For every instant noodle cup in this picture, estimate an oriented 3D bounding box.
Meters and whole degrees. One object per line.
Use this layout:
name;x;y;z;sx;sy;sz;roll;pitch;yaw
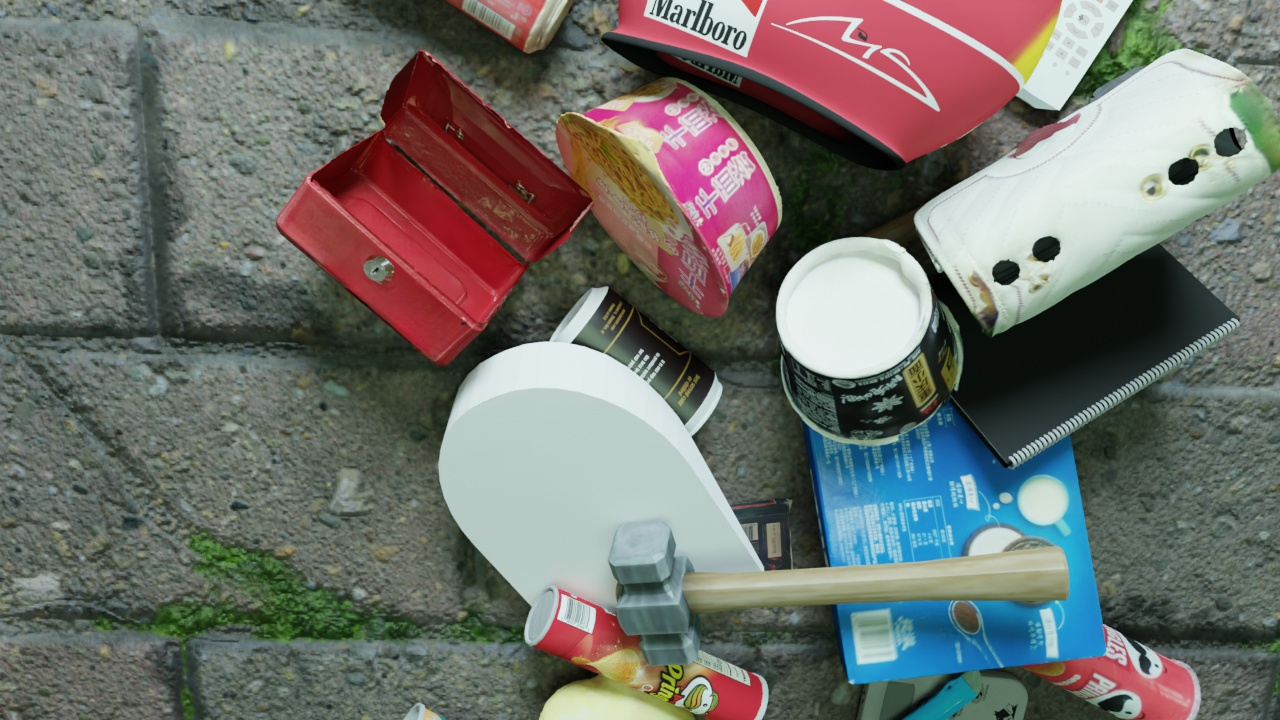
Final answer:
instant noodle cup;0.158;-0.018;0.660;0.137;0.112;0.137;-7;68;18
instant noodle cup;0.026;-0.122;0.652;0.077;0.179;0.178;-41;103;-11

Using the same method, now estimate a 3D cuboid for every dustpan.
dustpan;-0.043;0.101;0.725;0.192;0.053;0.258;-22;124;17

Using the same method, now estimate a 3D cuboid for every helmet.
helmet;0.140;-0.261;0.604;0.271;0.197;0.225;25;101;0

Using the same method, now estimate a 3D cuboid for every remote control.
remote control;0.277;0.316;0.838;0.151;0.019;0.074;7;103;-5
remote control;0.334;-0.262;0.701;0.049;0.024;0.143;29;102;-10

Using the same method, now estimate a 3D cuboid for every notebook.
notebook;0.317;-0.029;0.699;0.206;0.016;0.149;-30;63;-5

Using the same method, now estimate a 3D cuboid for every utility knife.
utility knife;0.216;0.348;0.826;0.225;0.015;0.031;-38;101;6

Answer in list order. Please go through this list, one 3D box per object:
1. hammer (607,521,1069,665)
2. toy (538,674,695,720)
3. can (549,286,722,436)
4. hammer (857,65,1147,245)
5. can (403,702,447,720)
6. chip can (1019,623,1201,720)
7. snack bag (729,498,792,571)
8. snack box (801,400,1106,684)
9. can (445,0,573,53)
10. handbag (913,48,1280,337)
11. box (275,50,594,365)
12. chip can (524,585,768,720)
hammer;0.139;0.166;0.676;0.323;0.051;0.117;-7;121;16
toy;-0.016;0.334;0.790;0.170;0.065;0.154;19;69;-23
can;-0.004;0.004;0.720;0.128;0.072;0.072;38;98;-11
hammer;0.270;-0.134;0.704;0.329;0.098;0.052;-26;102;9
can;-0.151;0.373;0.785;0.144;0.099;0.099;32;99;-10
chip can;0.368;0.248;0.801;0.233;0.073;0.073;28;100;-9
snack bag;0.054;0.162;0.788;0.155;0.018;0.075;-5;103;-2
snack box;0.241;0.122;0.728;0.196;0.056;0.238;-9;87;6
can;-0.129;-0.288;0.646;0.170;0.067;0.067;30;100;-9
handbag;0.287;-0.108;0.601;0.199;0.141;0.096;-32;98;18
box;-0.151;-0.095;0.655;0.157;0.147;0.156;40;80;-11
chip can;0.007;0.253;0.773;0.214;0.051;0.052;29;100;-19
